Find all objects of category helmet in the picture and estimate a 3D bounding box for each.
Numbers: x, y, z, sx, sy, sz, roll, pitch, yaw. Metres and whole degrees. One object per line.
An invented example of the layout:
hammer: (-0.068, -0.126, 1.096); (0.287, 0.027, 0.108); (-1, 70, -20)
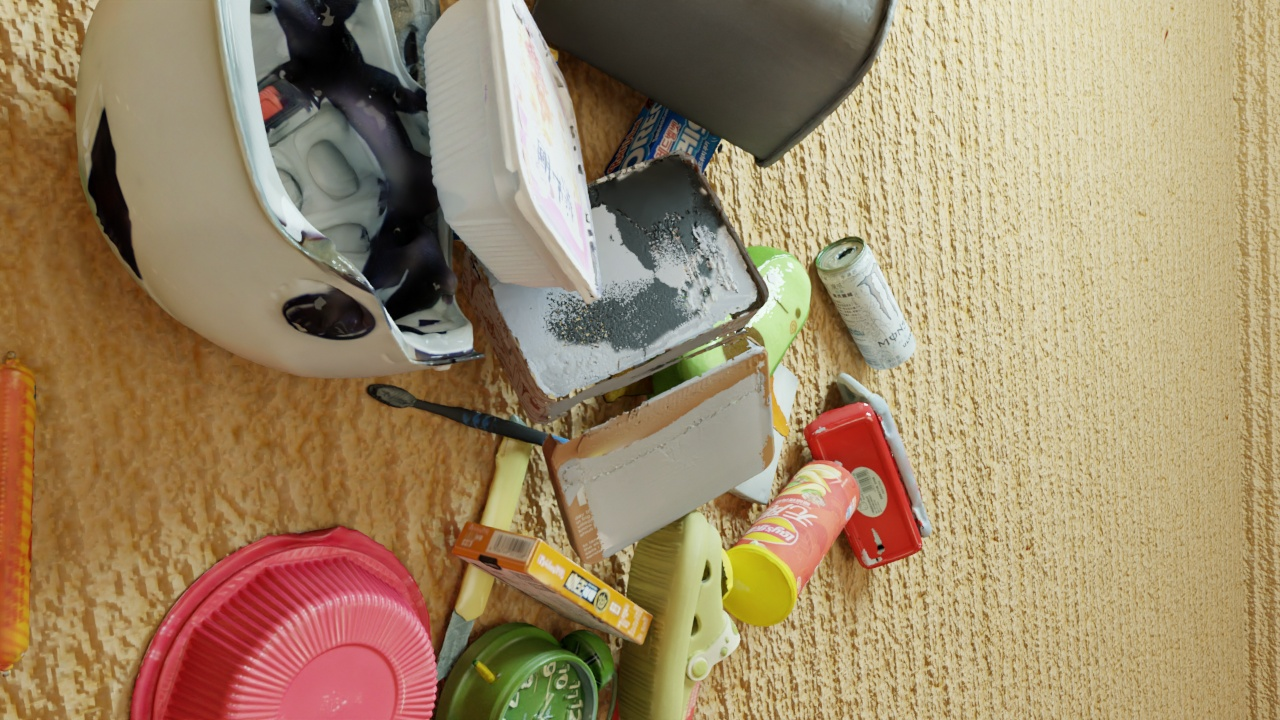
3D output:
helmet: (-0.191, -0.098, 0.474); (0.258, 0.146, 0.228); (52, 26, -66)

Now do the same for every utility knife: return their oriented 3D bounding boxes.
utility knife: (-0.111, 0.135, 0.667); (0.031, 0.020, 0.195); (27, 65, -35)

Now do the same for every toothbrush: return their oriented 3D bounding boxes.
toothbrush: (-0.108, 0.046, 0.661); (0.189, 0.016, 0.014); (21, 75, -36)

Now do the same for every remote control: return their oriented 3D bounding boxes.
remote control: (0.116, 0.068, 0.884); (0.056, 0.019, 0.135); (29, 71, -40)

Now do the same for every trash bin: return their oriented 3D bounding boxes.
trash bin: (0.051, -0.287, 0.662); (0.219, 0.199, 0.198); (20, 73, -14)

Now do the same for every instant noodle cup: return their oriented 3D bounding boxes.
instant noodle cup: (-0.077, -0.125, 0.538); (0.138, 0.060, 0.173); (55, 24, -63)
instant noodle cup: (-0.196, 0.201, 0.556); (0.193, 0.066, 0.194); (1, 89, -43)

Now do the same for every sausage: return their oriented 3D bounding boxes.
sausage: (-0.320, 0.077, 0.463); (0.021, 0.021, 0.165); (2, 90, -44)

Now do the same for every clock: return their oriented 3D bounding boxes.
clock: (-0.074, 0.256, 0.673); (0.161, 0.056, 0.116); (13, 87, -48)

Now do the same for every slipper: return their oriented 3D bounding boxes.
slipper: (0.033, 0.212, 0.734); (0.081, 0.092, 0.190); (13, 84, -28)

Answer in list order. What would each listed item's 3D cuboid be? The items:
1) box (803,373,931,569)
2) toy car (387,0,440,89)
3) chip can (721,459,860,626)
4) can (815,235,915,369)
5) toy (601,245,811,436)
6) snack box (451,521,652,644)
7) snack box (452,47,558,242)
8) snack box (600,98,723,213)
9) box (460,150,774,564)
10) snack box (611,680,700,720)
box: (0.241, 0.116, 0.987); (0.101, 0.095, 0.201); (-94, 159, -63)
toy car: (-0.153, -0.211, 0.597); (0.036, 0.054, 0.120); (-8, 96, -45)
chip can: (0.139, 0.158, 0.833); (0.216, 0.073, 0.073); (-29, 111, -59)
can: (0.240, -0.059, 0.975); (0.058, 0.058, 0.147); (-54, 125, -29)
toy: (0.068, -0.011, 0.789); (0.246, 0.090, 0.227); (-50, 124, -26)
snack box: (-0.060, 0.163, 0.663); (0.154, 0.075, 0.026); (46, 59, -44)
snack box: (-0.105, -0.161, 0.662); (0.084, 0.026, 0.157); (9, 85, -44)
snack box: (0.035, -0.199, 0.776); (0.058, 0.057, 0.207); (43, 63, -32)
box: (-0.001, 0.004, 0.646); (0.179, 0.130, 0.272); (-25, 107, -18)
snack box: (0.026, 0.246, 0.796); (0.075, 0.026, 0.152); (25, 73, -41)
